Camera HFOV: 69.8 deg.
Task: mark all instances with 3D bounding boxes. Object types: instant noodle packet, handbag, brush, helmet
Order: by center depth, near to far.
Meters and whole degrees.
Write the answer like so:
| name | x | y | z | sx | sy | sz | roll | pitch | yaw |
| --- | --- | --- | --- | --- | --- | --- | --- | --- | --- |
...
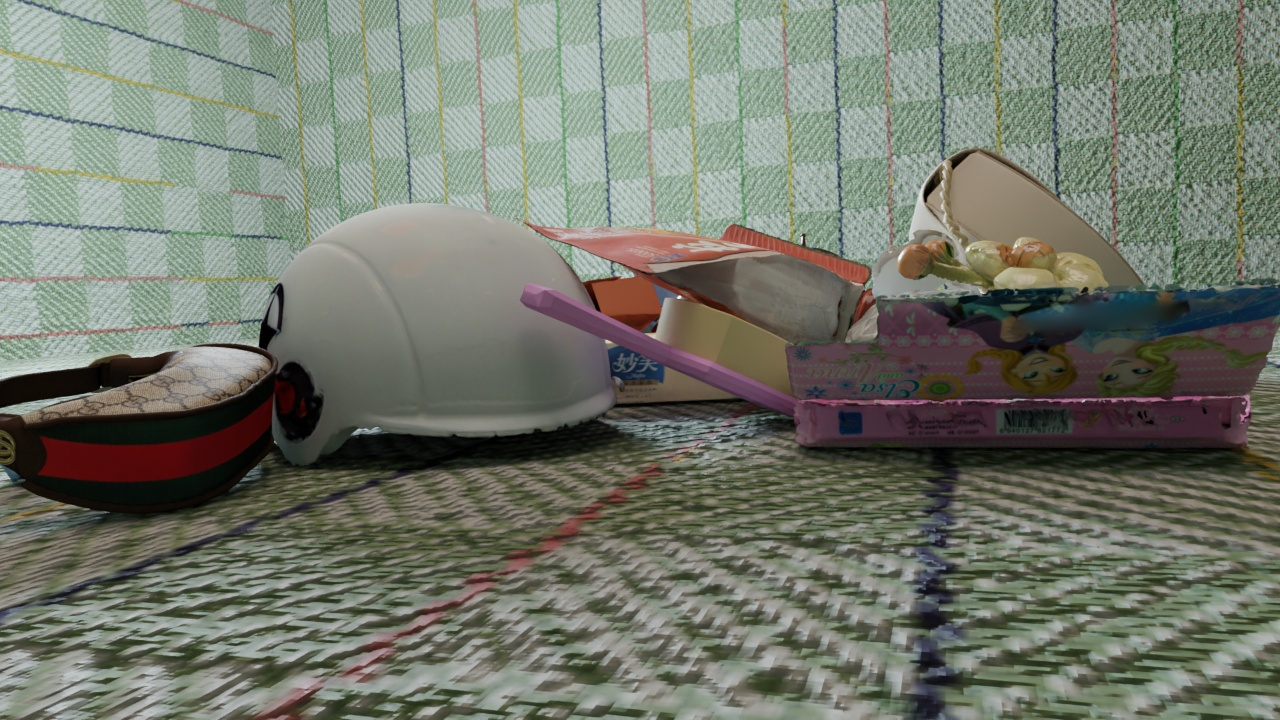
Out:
| name | x | y | z | sx | sy | sz | roll | pitch | yaw |
| --- | --- | --- | --- | --- | --- | --- | --- | --- | --- |
| handbag | -0.272 | 0.024 | 0.489 | 0.138 | 0.063 | 0.166 | 10 | 14 | -5 |
| brush | 0.027 | -0.015 | 0.583 | 0.228 | 0.043 | 0.089 | 23 | -1 | -37 |
| handbag | 0.223 | -0.024 | 0.623 | 0.172 | 0.123 | 0.112 | -1 | 20 | 31 |
| helmet | -0.138 | -0.027 | 0.629 | 0.236 | 0.164 | 0.264 | -7 | 7 | -35 |
| instant noodle packet | 0.034 | -0.064 | 0.673 | 0.220 | 0.084 | 0.164 | 6 | 16 | -40 |
| handbag | 0.319 | -0.071 | 0.779 | 0.103 | 0.208 | 0.210 | -46 | -13 | 5 |
| handbag | -0.074 | -0.035 | 0.960 | 0.108 | 0.060 | 0.172 | -9 | -17 | -38 |

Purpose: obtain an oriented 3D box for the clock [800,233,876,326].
| name | x | y | z | sx | sy | sz | roll | pitch | yaw |
| --- | --- | --- | --- | --- | --- | --- | --- | --- | --- |
| clock | 0.168 | -0.039 | 0.871 | 0.120 | 0.157 | 0.072 | -36 | -35 | 2 |

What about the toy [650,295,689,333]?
| name | x | y | z | sx | sy | sz | roll | pitch | yaw |
| --- | --- | --- | --- | --- | --- | --- | --- | --- | --- |
| toy | 0.075 | -0.029 | 0.963 | 0.131 | 0.124 | 0.097 | 30 | 7 | -39 |

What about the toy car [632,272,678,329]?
| name | x | y | z | sx | sy | sz | roll | pitch | yaw |
| --- | --- | --- | --- | --- | --- | --- | --- | --- | --- |
| toy car | 0.039 | -0.048 | 1.039 | 0.054 | 0.153 | 0.056 | -43 | 30 | -18 |

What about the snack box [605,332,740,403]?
| name | x | y | z | sx | sy | sz | roll | pitch | yaw |
| --- | --- | --- | --- | --- | --- | --- | --- | --- | --- |
| snack box | -0.005 | 0.005 | 0.825 | 0.207 | 0.055 | 0.153 | -3 | 4 | 3 |

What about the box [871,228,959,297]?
| name | x | y | z | sx | sy | sz | roll | pitch | yaw |
| --- | --- | --- | --- | --- | --- | --- | --- | --- | --- |
| box | 0.236 | -0.041 | 0.757 | 0.083 | 0.143 | 0.136 | -25 | 4 | 7 |

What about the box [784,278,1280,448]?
| name | x | y | z | sx | sy | sz | roll | pitch | yaw |
| --- | --- | --- | --- | --- | --- | --- | --- | --- | --- |
| box | 0.196 | 0.017 | 0.487 | 0.231 | 0.066 | 0.159 | -1 | -19 | 16 |

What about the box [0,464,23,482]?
| name | x | y | z | sx | sy | sz | roll | pitch | yaw |
| --- | --- | --- | --- | --- | --- | --- | --- | --- | --- |
| box | -0.323 | 0.039 | 0.627 | 0.120 | 0.049 | 0.209 | -4 | 6 | -4 |

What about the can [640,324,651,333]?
| name | x | y | z | sx | sy | sz | roll | pitch | yaw |
| --- | --- | --- | --- | --- | --- | --- | --- | --- | --- |
| can | -0.034 | -0.025 | 1.116 | 0.128 | 0.073 | 0.127 | -3 | 4 | 0 |
